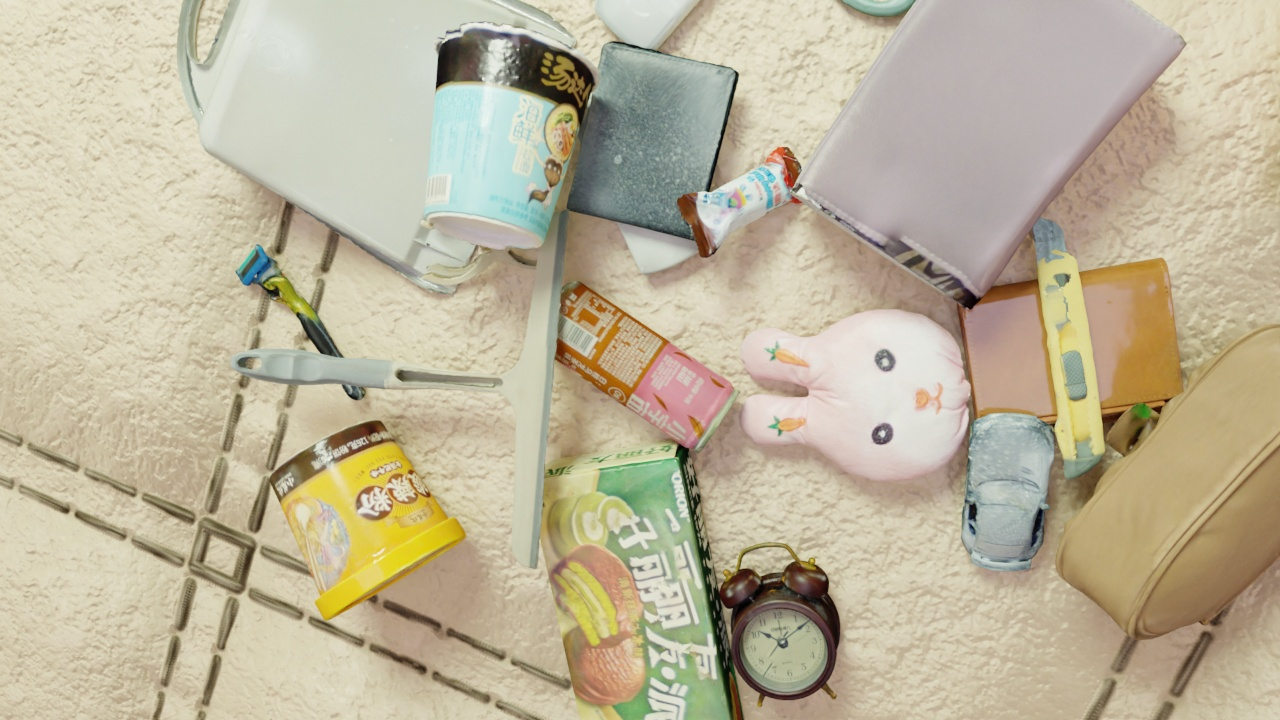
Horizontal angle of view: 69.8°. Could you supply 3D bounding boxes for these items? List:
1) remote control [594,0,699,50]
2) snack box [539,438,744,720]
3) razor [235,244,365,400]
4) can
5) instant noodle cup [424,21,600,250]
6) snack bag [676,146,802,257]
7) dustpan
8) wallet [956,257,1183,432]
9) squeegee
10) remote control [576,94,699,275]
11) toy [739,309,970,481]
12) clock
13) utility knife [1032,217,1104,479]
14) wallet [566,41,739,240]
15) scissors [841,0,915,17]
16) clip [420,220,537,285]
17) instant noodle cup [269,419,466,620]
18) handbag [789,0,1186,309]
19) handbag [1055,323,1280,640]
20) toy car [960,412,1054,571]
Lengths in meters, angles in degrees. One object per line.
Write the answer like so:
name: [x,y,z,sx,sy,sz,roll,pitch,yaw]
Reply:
remote control: [0.029,-0.276,0.629,0.056,0.020,0.136,43,104,1]
snack box: [0.000,0.186,0.690,0.114,0.063,0.240,-10,97,11]
razor: [-0.262,-0.028,0.728,0.043,0.022,0.142,-35,95,41]
can: [-0.004,0.004,0.663,0.147,0.057,0.058,34,104,4]
instant noodle cup: [-0.090,-0.139,0.601,0.111,0.111,0.120,8,84,10]
snack bag: [0.071,-0.110,0.626,0.105,0.026,0.045,-31,107,-24]
dustpan: [-0.222,-0.214,0.696,0.257,0.142,0.223,23,105,-23]
wallet: [0.288,-0.005,0.618,0.132,0.031,0.108,-10,95,14]
squeegee: [-0.176,0.012,0.663,0.247,0.039,0.246,4,87,10]
remote control: [-0.001,-0.131,0.660,0.056,0.019,0.135,-25,93,14]
toy: [0.146,0.024,0.642,0.160,0.054,0.121,1,99,19]
clock: [0.103,0.191,0.674,0.082,0.055,0.122,-11,95,13]
utility knife: [0.278,-0.009,0.600,0.031,0.019,0.175,-10,89,7]
wallet: [0.007,-0.152,0.635,0.097,0.019,0.121,15,100,9]
scissors: [0.169,-0.324,0.596,0.177,0.019,0.174,-25,93,15]
clip: [-0.115,-0.094,0.669,0.104,0.035,0.089,-17,111,4]
instant noodle cup: [-0.212,0.116,0.698,0.119,0.118,0.114,-33,83,14]
handbag: [0.207,-0.150,0.576,0.145,0.098,0.197,36,103,5]
handbag: [0.356,0.077,0.575,0.147,0.099,0.205,26,107,-39]
toy car: [0.249,0.091,0.625,0.054,0.036,0.121,3,119,17]
